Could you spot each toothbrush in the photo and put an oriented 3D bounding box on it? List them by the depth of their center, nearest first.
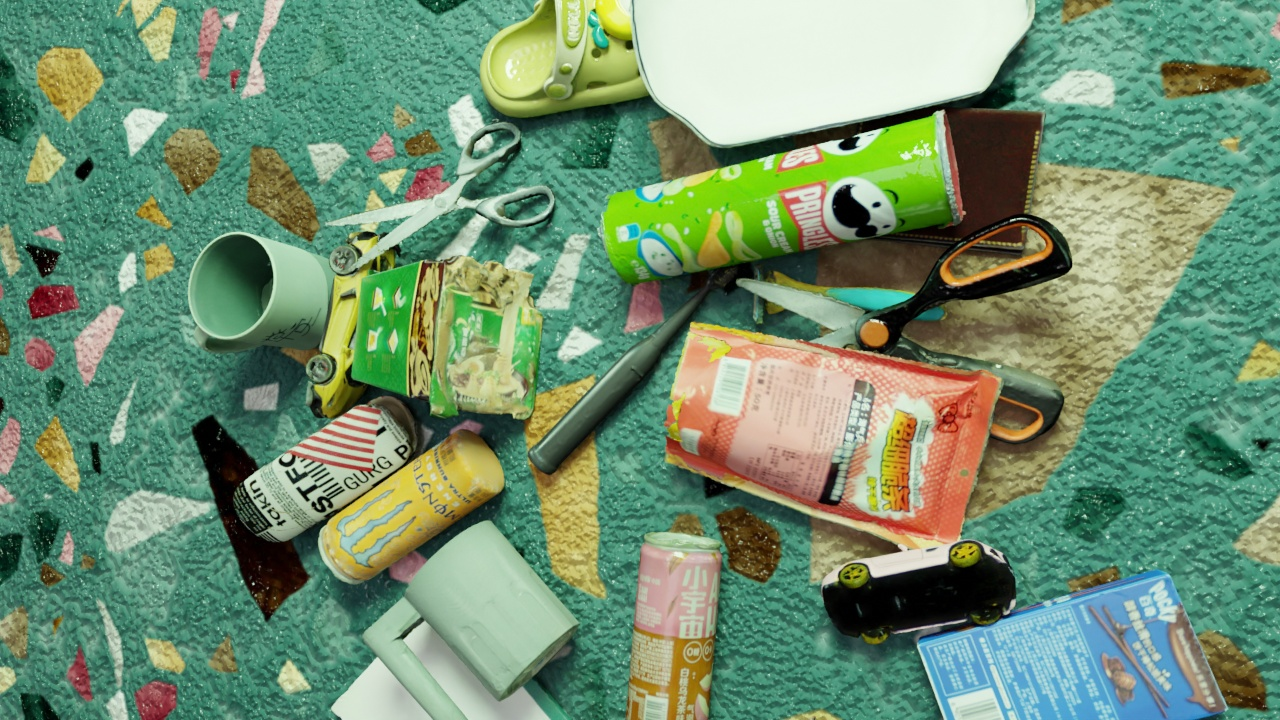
[{"bbox_3d":[-0.004,0.004,0.681,0.026,0.027,0.213,41,101,-21],"label":"toothbrush"}]

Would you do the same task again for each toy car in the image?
[{"bbox_3d":[0.179,0.148,0.597,0.123,0.037,0.056,-16,110,21],"label":"toy car"},{"bbox_3d":[-0.227,-0.027,0.731,0.041,0.071,0.155,12,84,5],"label":"toy car"}]

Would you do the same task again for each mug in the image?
[{"bbox_3d":[-0.122,0.196,0.667,0.123,0.084,0.103,-43,75,-14],"label":"mug"},{"bbox_3d":[-0.302,-0.043,0.742,0.112,0.106,0.082,-40,76,11],"label":"mug"}]

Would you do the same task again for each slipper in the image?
[{"bbox_3d":[-0.045,-0.239,0.688,0.191,0.081,0.091,-12,84,20],"label":"slipper"}]

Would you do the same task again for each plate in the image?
[{"bbox_3d":[0.127,-0.238,0.626,0.266,0.034,0.162,-12,92,6],"label":"plate"}]

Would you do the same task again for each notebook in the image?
[{"bbox_3d":[-0.128,0.296,0.706,0.209,0.012,0.150,44,99,16],"label":"notebook"}]

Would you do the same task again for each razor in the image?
[{"bbox_3d":[0.143,-0.041,0.634,0.133,0.028,0.043,7,112,18],"label":"razor"}]

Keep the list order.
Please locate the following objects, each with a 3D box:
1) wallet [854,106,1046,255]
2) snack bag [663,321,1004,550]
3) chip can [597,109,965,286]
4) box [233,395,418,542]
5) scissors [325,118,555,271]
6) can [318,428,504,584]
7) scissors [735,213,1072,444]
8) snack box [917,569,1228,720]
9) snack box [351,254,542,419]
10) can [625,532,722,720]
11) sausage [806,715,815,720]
[{"bbox_3d":[0.204,-0.126,0.626,0.122,0.020,0.096,9,92,18],"label":"wallet"},{"bbox_3d":[0.121,0.047,0.615,0.208,0.073,0.129,13,107,14],"label":"snack bag"},{"bbox_3d":[0.091,-0.104,0.621,0.236,0.072,0.072,-9,82,24],"label":"chip can"},{"bbox_3d":[-0.249,0.089,0.752,0.164,0.079,0.074,-34,99,11],"label":"box"},{"bbox_3d":[-0.148,-0.124,0.714,0.172,0.014,0.159,18,72,0],"label":"scissors"},{"bbox_3d":[-0.178,0.114,0.713,0.146,0.058,0.058,-35,76,13],"label":"can"},{"bbox_3d":[0.179,-0.024,0.606,0.221,0.021,0.224,39,118,6],"label":"scissors"},{"bbox_3d":[0.264,0.195,0.575,0.157,0.026,0.084,-22,79,16],"label":"snack box"},{"bbox_3d":[-0.151,-0.016,0.696,0.106,0.118,0.117,3,86,31],"label":"snack box"},{"bbox_3d":[0.023,0.197,0.639,0.058,0.058,0.147,4,87,19],"label":"can"},{"bbox_3d":[0.110,0.319,0.621,0.020,0.020,0.156,5,87,19],"label":"sausage"}]
